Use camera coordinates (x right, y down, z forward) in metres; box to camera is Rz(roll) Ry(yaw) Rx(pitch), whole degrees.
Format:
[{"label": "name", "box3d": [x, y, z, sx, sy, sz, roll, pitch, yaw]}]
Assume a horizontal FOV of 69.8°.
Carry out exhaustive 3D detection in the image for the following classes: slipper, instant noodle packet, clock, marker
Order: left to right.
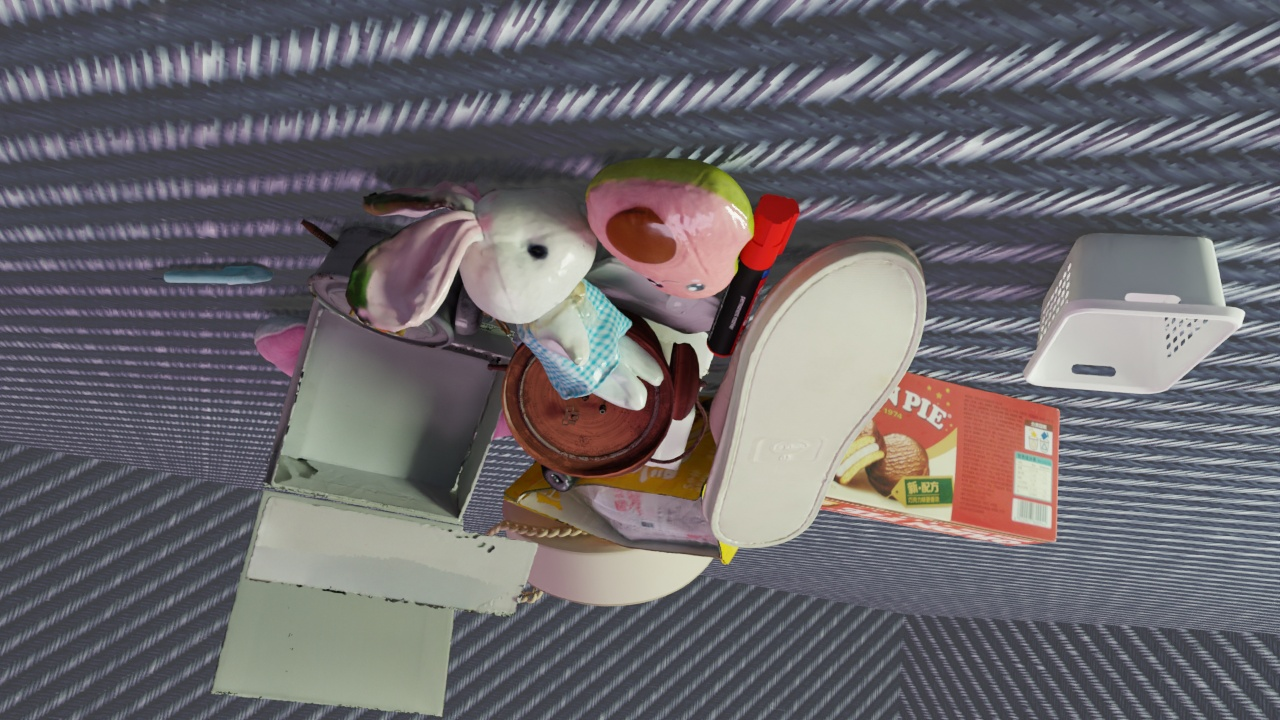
[{"label": "clock", "box3d": [-0.159, -0.044, 0.633, 0.148, 0.056, 0.104, 16, 161, 3]}, {"label": "clock", "box3d": [-0.023, 0.023, 0.654, 0.157, 0.121, 0.072, 35, -161, -13]}, {"label": "instant noodle packet", "box3d": [0.003, 0.092, 0.841, 0.222, 0.162, 0.084, 3, 120, 30]}, {"label": "marker", "box3d": [0.063, -0.044, 0.544, 0.023, 0.021, 0.145, -10, 153, -14]}, {"label": "slipper", "box3d": [0.102, 0.026, 0.604, 0.114, 0.054, 0.275, 5, 132, -13]}]

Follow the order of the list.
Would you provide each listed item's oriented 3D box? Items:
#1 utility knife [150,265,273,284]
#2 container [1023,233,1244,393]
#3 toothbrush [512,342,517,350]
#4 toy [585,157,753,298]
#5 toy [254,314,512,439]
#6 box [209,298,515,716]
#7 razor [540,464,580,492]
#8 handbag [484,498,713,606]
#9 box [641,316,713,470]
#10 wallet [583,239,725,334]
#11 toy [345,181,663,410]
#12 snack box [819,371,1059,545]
[{"label": "utility knife", "box3d": [-0.352, -0.069, 0.740, 0.129, 0.015, 0.022, 3, -166, 24]}, {"label": "container", "box3d": [0.265, -0.025, 0.507, 0.081, 0.049, 0.129, 5, 162, 14]}, {"label": "toothbrush", "box3d": [-0.174, -0.022, 0.792, 0.135, 0.017, 0.022, 12, 122, -8]}, {"label": "toy", "box3d": [0.021, -0.068, 0.489, 0.090, 0.051, 0.110, 4, 163, 20]}, {"label": "toy", "box3d": [-0.227, 0.041, 0.844, 0.265, 0.127, 0.187, 24, 161, -27]}, {"label": "box", "box3d": [-0.215, 0.133, 0.715, 0.166, 0.368, 0.150, 15, 160, -21]}, {"label": "razor", "box3d": [-0.058, 0.061, 0.809, 0.064, 0.140, 0.053, -32, 114, 18]}, {"label": "handbag", "box3d": [-0.024, 0.159, 0.917, 0.211, 0.103, 0.208, 8, -152, 32]}, {"label": "box", "box3d": [-0.003, 0.007, 0.733, 0.109, 0.137, 0.124, 11, -156, -6]}, {"label": "wallet", "box3d": [0.009, -0.044, 0.606, 0.116, 0.032, 0.086, 19, 161, -29]}, {"label": "toy", "box3d": [-0.052, -0.038, 0.525, 0.106, 0.130, 0.205, -39, 123, 24]}, {"label": "snack box", "box3d": [0.221, 0.074, 0.743, 0.236, 0.113, 0.060, 13, 164, -13]}]
